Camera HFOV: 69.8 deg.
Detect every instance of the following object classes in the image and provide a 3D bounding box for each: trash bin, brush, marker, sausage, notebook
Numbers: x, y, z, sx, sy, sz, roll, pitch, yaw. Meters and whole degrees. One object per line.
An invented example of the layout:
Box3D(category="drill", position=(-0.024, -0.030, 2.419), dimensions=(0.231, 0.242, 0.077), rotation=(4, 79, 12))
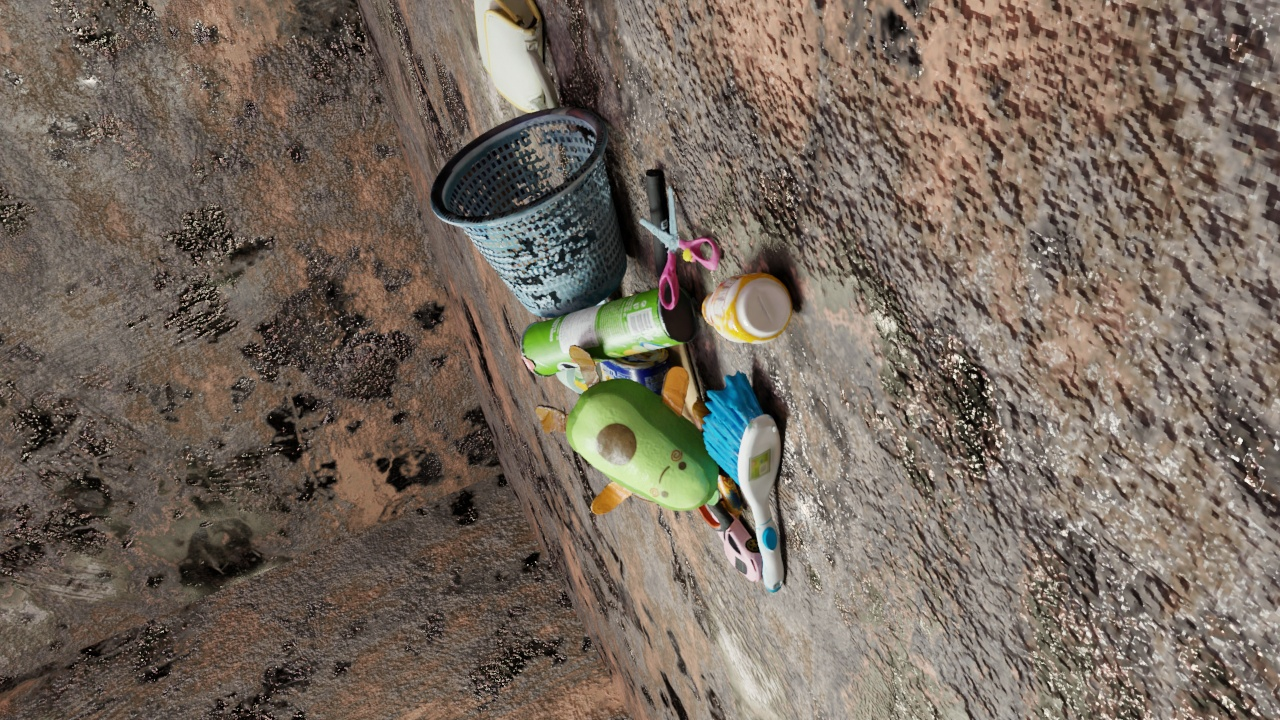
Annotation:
Box3D(category="trash bin", position=(-0.115, -0.170, 1.141), dimensions=(0.226, 0.226, 0.195), rotation=(50, 169, 48))
Box3D(category="brush", position=(0.125, 0.148, 1.026), dimensions=(0.109, 0.060, 0.315), rotation=(51, 160, 36))
Box3D(category="marker", position=(0.020, -0.150, 1.020), dimensions=(0.022, 0.020, 0.132), rotation=(48, 154, 47))
Box3D(category="sausage", position=(0.095, 0.121, 1.133), dimensions=(0.165, 0.021, 0.021), rotation=(70, 164, -9))
Box3D(category="notebook", position=(0.042, 0.019, 1.197), dimensions=(0.148, 0.008, 0.208), rotation=(32, 141, 65))

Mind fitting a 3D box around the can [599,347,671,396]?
Box3D(category="can", position=(-0.007, 0.007, 1.191), dimensions=(0.148, 0.074, 0.049), rotation=(32, 138, 63))

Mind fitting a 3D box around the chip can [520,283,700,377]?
Box3D(category="chip can", position=(-0.041, -0.033, 1.080), dimensions=(0.237, 0.072, 0.072), rotation=(-13, 100, 42))

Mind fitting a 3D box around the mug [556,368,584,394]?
Box3D(category="mug", position=(-0.082, -0.001, 1.466), dimensions=(0.106, 0.082, 0.112), rotation=(-157, 78, -69))

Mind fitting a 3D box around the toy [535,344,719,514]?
Box3D(category="toy", position=(-0.008, 0.092, 1.073), dimensions=(0.247, 0.089, 0.228), rotation=(32, 121, 5))

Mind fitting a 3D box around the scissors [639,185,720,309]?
Box3D(category="scissors", position=(0.034, -0.114, 0.964), dimensions=(0.133, 0.017, 0.129), rotation=(41, 120, 42))

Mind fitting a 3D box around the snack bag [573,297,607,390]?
Box3D(category="snack bag", position=(-0.067, -0.054, 1.306), dimensions=(0.110, 0.039, 0.191), rotation=(-138, 52, -75))

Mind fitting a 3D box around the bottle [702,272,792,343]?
Box3D(category="bottle", position=(0.092, -0.047, 0.842), dimensions=(0.063, 0.063, 0.108), rotation=(70, 164, -9))

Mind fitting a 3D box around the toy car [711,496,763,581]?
Box3D(category="toy car", position=(0.121, 0.229, 1.171), dimensions=(0.056, 0.037, 0.122), rotation=(86, 158, -43))

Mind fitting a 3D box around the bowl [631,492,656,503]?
Box3D(category="bowl", position=(0.022, 0.138, 1.286), dimensions=(0.062, 0.114, 0.113), rotation=(-58, -42, -56))

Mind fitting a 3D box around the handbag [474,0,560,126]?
Box3D(category="handbag", position=(-0.159, -0.398, 1.216), dimensions=(0.178, 0.063, 0.164), rotation=(58, 163, 20))

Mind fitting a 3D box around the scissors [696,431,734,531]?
Box3D(category="scissors", position=(0.051, 0.124, 1.157), dimensions=(0.221, 0.021, 0.222), rotation=(-12, 101, 58))
